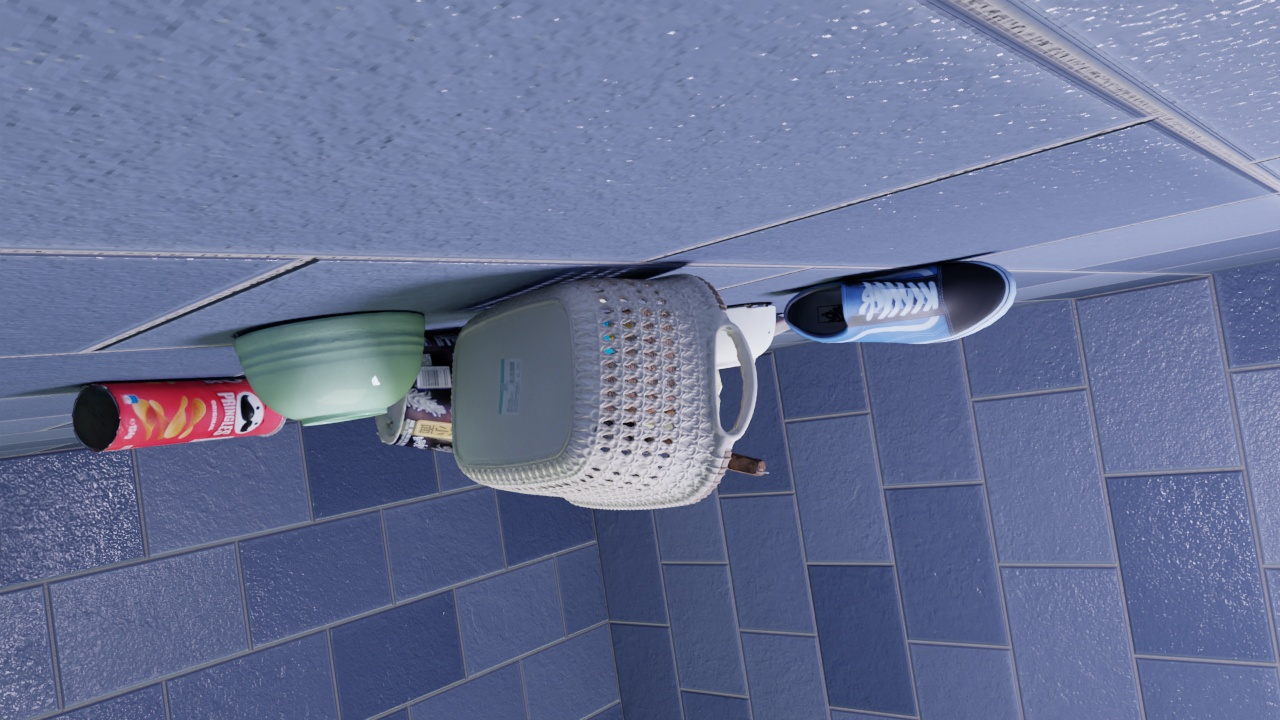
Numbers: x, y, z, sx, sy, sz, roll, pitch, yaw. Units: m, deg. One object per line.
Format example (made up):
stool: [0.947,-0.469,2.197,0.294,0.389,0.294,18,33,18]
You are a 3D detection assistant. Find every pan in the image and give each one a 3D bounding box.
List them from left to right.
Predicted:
pan: [-0.021,0.080,0.985,0.358,0.040,0.207,5,173,34]

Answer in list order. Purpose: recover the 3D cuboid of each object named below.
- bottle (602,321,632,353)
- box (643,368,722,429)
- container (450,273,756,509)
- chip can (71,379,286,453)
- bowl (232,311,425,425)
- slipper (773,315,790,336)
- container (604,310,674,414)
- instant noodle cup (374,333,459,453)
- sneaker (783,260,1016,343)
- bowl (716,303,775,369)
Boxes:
bottle: [-0.070,-0.020,0.944,0.146,0.051,0.051,-9,178,17]
box: [0.013,0.031,1.186,0.187,0.140,0.044,14,137,-8]
container: [-0.045,0.025,0.725,0.142,0.184,0.247,6,168,-37]
chip can: [-0.493,0.056,0.999,0.073,0.073,0.232,-9,177,20]
bowl: [-0.244,0.010,0.742,0.151,0.077,0.151,-9,177,-1]
slipper: [0.109,-0.028,1.342,0.273,0.054,0.114,-20,-179,-33]
container: [-0.007,0.006,1.056,0.112,0.113,0.199,-4,176,-11]
instant noodle cup: [-0.197,0.031,0.911,0.112,0.137,0.137,5,171,-31]
sneaker: [0.268,-0.056,0.980,0.242,0.083,0.098,-7,179,30]
bowl: [0.101,-0.026,1.180,0.153,0.073,0.153,-7,178,0]
